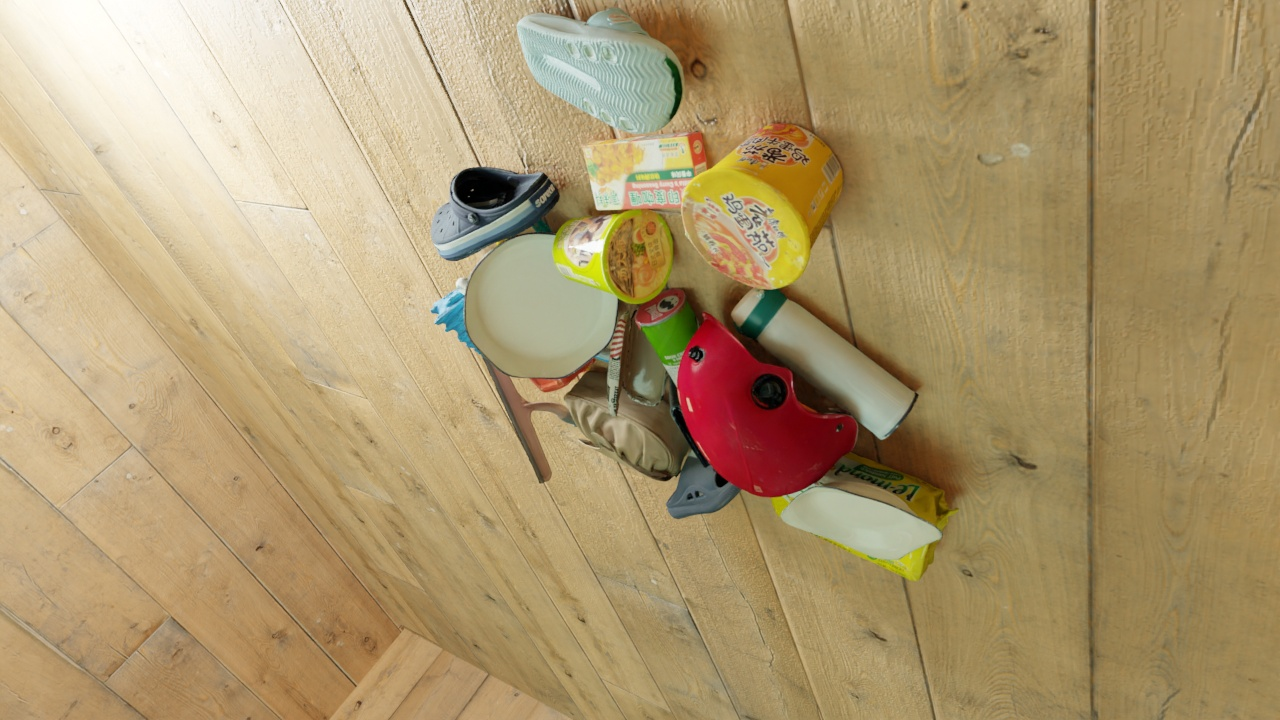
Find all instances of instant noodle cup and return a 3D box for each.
[{"bbox_3d":[0.125,-0.157,0.896,0.138,0.109,0.138,26,146,19],"label":"instant noodle cup"},{"bbox_3d":[-0.041,-0.131,1.113,0.124,0.111,0.112,15,142,48],"label":"instant noodle cup"}]

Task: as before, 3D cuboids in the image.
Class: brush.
[{"bbox_3d":[-0.135,-0.023,1.293,0.314,0.060,0.110,33,114,-18],"label":"brush"}]

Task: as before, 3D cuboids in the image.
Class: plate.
[{"bbox_3d":[0.263,0.184,1.096,0.163,0.034,0.165,21,153,-2],"label":"plate"},{"bbox_3d":[-0.132,-0.074,1.219,0.205,0.205,0.045,55,-174,-24],"label":"plate"}]

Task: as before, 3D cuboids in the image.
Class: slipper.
[{"bbox_3d":[-0.208,-0.200,1.187,0.253,0.104,0.095,-4,127,49],"label":"slipper"},{"bbox_3d":[-0.036,-0.301,0.922,0.245,0.074,0.104,33,153,41],"label":"slipper"},{"bbox_3d":[0.091,0.166,1.342,0.083,0.110,0.269,45,151,-3],"label":"slipper"}]

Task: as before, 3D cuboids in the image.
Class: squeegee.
[{"bbox_3d":[-0.132,0.083,1.438,0.247,0.040,0.249,61,-165,21],"label":"squeegee"}]

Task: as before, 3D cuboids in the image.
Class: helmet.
[{"bbox_3d":[0.126,0.068,1.087,0.240,0.144,0.207,40,177,-4],"label":"helmet"}]

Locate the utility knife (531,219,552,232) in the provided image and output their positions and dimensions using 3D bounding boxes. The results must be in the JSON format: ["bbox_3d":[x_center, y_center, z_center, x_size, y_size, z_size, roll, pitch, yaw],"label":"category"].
[{"bbox_3d":[-0.095,-0.133,1.242,0.182,0.013,0.029,48,148,-14],"label":"utility knife"}]

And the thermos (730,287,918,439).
[{"bbox_3d":[0.204,-0.003,1.049,0.224,0.073,0.073,38,148,3],"label":"thermos"}]

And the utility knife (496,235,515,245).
[{"bbox_3d":[-0.198,-0.135,1.344,0.033,0.015,0.202,33,148,14],"label":"utility knife"}]

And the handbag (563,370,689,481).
[{"bbox_3d":[-0.023,0.105,1.386,0.205,0.099,0.148,23,147,33],"label":"handbag"}]

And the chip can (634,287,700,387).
[{"bbox_3d":[0.077,0.019,1.202,0.072,0.072,0.236,1,132,45],"label":"chip can"}]

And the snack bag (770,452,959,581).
[{"bbox_3d":[0.283,0.187,1.206,0.247,0.068,0.158,22,146,23],"label":"snack bag"}]

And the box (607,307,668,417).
[{"bbox_3d":[-0.008,0.007,1.242,0.075,0.086,0.162,25,133,19],"label":"box"}]

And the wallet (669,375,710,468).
[{"bbox_3d":[0.069,0.077,1.273,0.019,0.097,0.121,-20,122,15],"label":"wallet"}]

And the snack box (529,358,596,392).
[{"bbox_3d":[-0.124,0.002,1.379,0.082,0.079,0.091,49,147,-16],"label":"snack box"}]

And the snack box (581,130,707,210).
[{"bbox_3d":[0.006,-0.208,1.015,0.156,0.026,0.077,6,119,41],"label":"snack box"}]
